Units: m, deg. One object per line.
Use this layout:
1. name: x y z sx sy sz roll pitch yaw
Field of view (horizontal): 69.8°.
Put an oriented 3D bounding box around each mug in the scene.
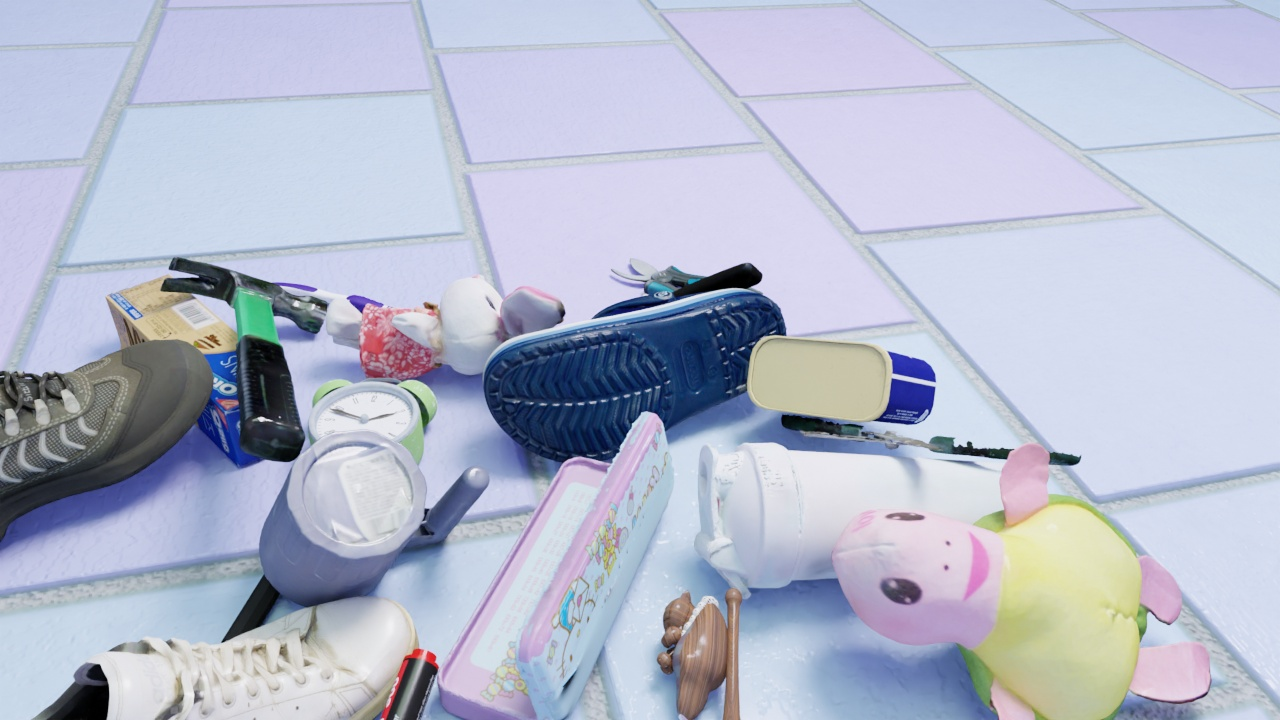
1. mug: -0.164 0.096 0.567 0.123 0.104 0.083 -3 64 -31

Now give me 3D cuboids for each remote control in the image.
1. remote control: 0.032 -0.043 0.778 0.152 0.041 0.020 -26 68 19

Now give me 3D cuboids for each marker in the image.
1. marker: -0.138 0.220 0.475 0.023 0.021 0.144 -8 43 22
2. marker: -0.235 0.134 0.597 0.021 0.018 0.123 8 39 7

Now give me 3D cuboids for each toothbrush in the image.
1. toothbrush: -0.257 -0.052 0.839 0.187 0.015 0.016 11 33 10

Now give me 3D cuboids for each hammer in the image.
1. hammer: -0.273 -0.008 0.654 0.130 0.032 0.319 23 9 -31

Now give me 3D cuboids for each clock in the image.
1. clock: -0.204 0.051 0.687 0.094 0.043 0.119 2 38 -4

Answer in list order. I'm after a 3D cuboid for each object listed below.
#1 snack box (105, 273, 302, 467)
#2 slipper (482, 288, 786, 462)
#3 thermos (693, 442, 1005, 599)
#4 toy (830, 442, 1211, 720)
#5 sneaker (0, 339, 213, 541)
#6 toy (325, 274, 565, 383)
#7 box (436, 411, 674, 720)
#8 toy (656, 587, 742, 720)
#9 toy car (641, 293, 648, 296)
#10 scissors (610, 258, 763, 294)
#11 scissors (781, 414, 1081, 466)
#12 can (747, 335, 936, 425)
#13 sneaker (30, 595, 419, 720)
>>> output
1. snack box: -0.348 0.003 0.725 0.207 0.056 0.057 32 44 32
2. slipper: -0.004 0.004 0.728 0.252 0.105 0.095 -15 22 -20
3. thermos: 0.148 0.106 0.612 0.220 0.099 0.099 2 38 -9
4. toy: 0.230 0.145 0.543 0.238 0.088 0.189 13 72 -12
5. sneaker: -0.410 0.029 0.585 0.237 0.143 0.101 -37 52 -24
6. toy: -0.156 -0.028 0.757 0.194 0.084 0.159 -5 -3 -2
7. box: -0.044 0.118 0.573 0.089 0.093 0.213 15 39 13
8. toy: 0.037 0.180 0.542 0.055 0.042 0.101 -5 43 12
9. toy car: 0.047 -0.022 0.811 0.113 0.039 0.039 22 62 23
10. scissors: 0.044 -0.065 0.878 0.156 0.019 0.124 2 36 1
11. scissors: 0.192 0.057 0.664 0.201 0.015 0.202 8 0 -16
12. can: 0.156 0.017 0.703 0.116 0.056 0.092 6 -2 41
13. sneaker: -0.233 0.174 0.475 0.240 0.102 0.089 -25 46 -33
